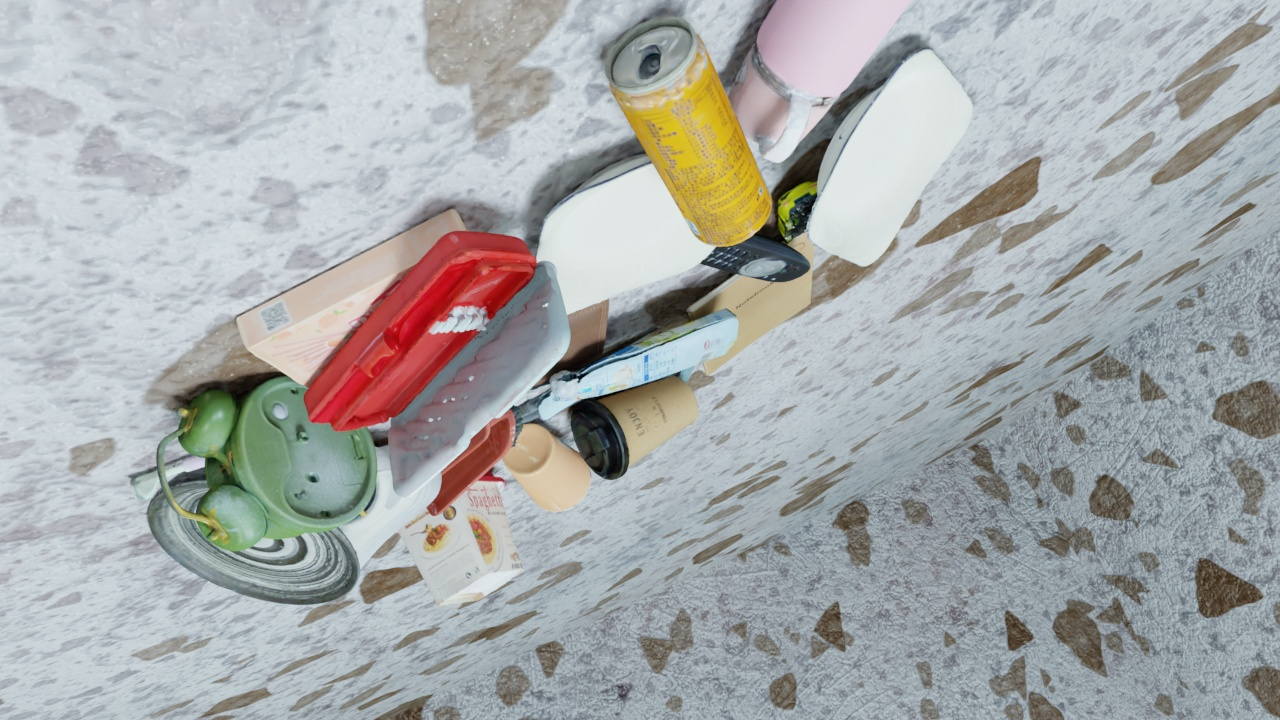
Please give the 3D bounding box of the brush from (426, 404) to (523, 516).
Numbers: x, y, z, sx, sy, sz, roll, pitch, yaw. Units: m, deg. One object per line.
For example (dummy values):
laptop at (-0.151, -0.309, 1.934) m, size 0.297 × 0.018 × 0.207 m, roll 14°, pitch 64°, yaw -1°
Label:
brush at (-0.173, 0.089, 0.877) m, size 0.146 × 0.063 × 0.069 m, roll -40°, pitch 171°, yaw 26°

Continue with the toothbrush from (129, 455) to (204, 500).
toothbrush at (-0.300, 0.066, 0.725) m, size 0.189 × 0.029 × 0.020 m, roll -21°, pitch 118°, yaw -22°

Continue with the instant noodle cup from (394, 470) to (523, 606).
instant noodle cup at (-0.198, 0.195, 1.012) m, size 0.117 × 0.124 × 0.116 m, roll -35°, pitch 159°, yaw 18°

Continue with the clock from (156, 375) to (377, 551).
clock at (-0.264, 0.074, 0.654) m, size 0.056 × 0.116 × 0.161 m, roll -27°, pitch 165°, yaw 28°

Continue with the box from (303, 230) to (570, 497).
box at (-0.131, 0.012, 0.614) m, size 0.202 × 0.100 × 0.095 m, roll -41°, pitch 159°, yaw 31°

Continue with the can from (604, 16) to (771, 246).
can at (0.033, -0.133, 0.557) m, size 0.058 × 0.058 × 0.146 m, roll -30°, pitch 141°, yaw 6°

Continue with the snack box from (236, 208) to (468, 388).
snack box at (-0.178, -0.039, 0.617) m, size 0.157 × 0.026 × 0.084 m, roll -27°, pitch 160°, yaw -2°

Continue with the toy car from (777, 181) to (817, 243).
toy car at (0.140, -0.131, 0.797) m, size 0.048 × 0.032 × 0.105 m, roll -30°, pitch 171°, yaw 6°

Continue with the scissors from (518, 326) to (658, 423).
scissors at (-0.061, 0.013, 0.916) m, size 0.181 × 0.014 × 0.159 m, roll -36°, pitch 161°, yaw 14°

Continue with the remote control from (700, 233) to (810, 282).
remote control at (0.095, -0.095, 0.813) m, size 0.136 × 0.024 × 0.053 m, roll 9°, pitch 154°, yaw -39°

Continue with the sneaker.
sneaker at (-0.296, 0.155, 0.843) m, size 0.243 × 0.089 × 0.090 m, roll -36°, pitch 156°, yaw 20°

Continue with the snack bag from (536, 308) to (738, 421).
snack bag at (-0.005, 0.005, 0.851) m, size 0.190 × 0.039 × 0.110 m, roll -21°, pitch 176°, yaw -13°

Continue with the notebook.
notebook at (0.119, -0.057, 0.952) m, size 0.148 × 0.008 × 0.208 m, roll -35°, pitch 161°, yaw -3°

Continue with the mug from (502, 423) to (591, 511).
mug at (-0.106, 0.116, 1.018) m, size 0.078 × 0.078 × 0.123 m, roll -28°, pitch 155°, yaw -1°

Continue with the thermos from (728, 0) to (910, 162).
thermos at (0.116, -0.201, 0.523) m, size 0.067 × 0.087 × 0.199 m, roll 18°, pitch 141°, yaw -16°

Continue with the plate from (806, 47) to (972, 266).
plate at (0.190, -0.159, 0.731) m, size 0.163 × 0.034 × 0.164 m, roll 10°, pitch 115°, yaw -55°

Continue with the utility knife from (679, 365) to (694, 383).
utility knife at (0.067, -0.016, 0.998) m, size 0.033 × 0.015 × 0.224 m, roll -21°, pitch 158°, yaw -20°

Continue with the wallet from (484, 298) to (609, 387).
wallet at (-0.086, -0.016, 0.786) m, size 0.124 × 0.032 × 0.101 m, roll -23°, pitch 157°, yaw -16°

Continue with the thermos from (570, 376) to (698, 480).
thermos at (-0.007, 0.070, 1.017) m, size 0.143 × 0.093 × 0.093 m, roll -23°, pitch 161°, yaw -34°

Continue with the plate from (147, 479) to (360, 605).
plate at (-0.322, 0.151, 0.777) m, size 0.179 × 0.024 × 0.180 m, roll 5°, pitch 136°, yaw 5°

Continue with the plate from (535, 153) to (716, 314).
plate at (-0.007, -0.102, 0.672) m, size 0.163 × 0.034 × 0.165 m, roll -21°, pitch 159°, yaw -19°
